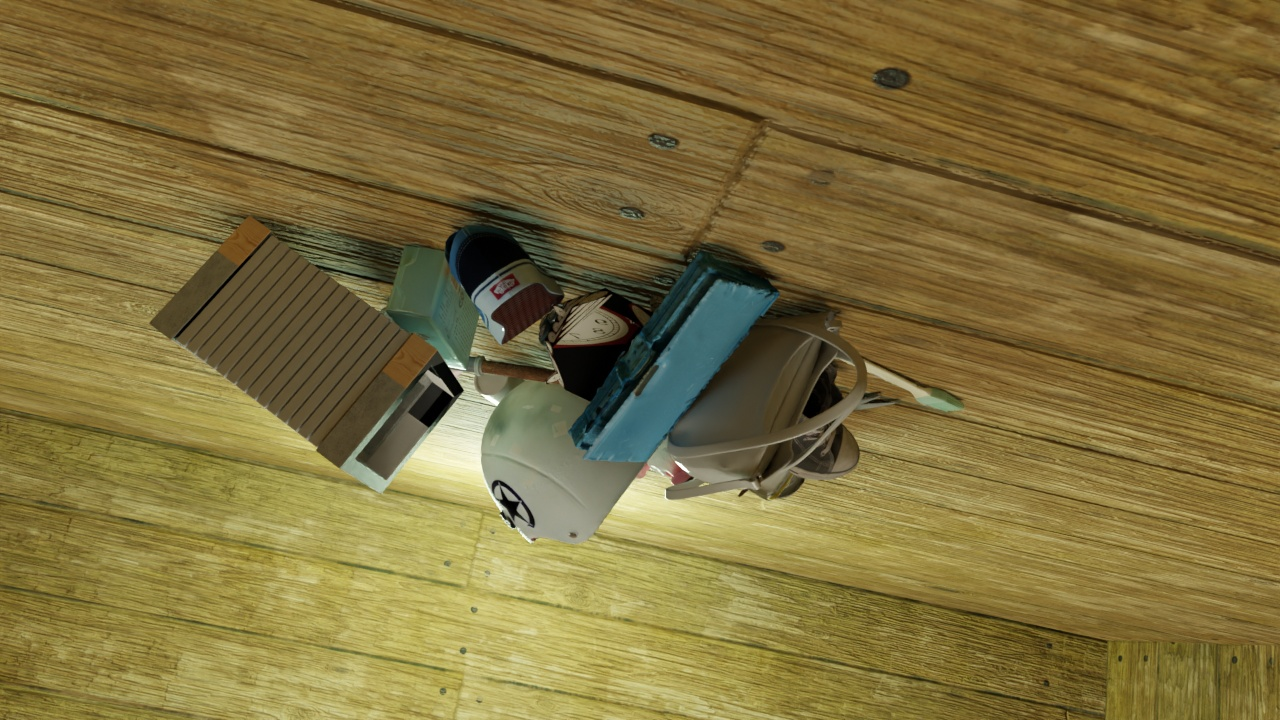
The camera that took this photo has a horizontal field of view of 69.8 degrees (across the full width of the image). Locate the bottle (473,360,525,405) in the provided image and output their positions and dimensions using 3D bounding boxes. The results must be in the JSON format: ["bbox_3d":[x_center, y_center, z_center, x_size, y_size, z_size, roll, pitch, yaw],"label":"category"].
[{"bbox_3d":[-0.176,0.057,1.339,0.052,0.052,0.195,5,162,20],"label":"bottle"}]

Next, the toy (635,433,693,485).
[{"bbox_3d":[0.044,0.113,1.266,0.213,0.141,0.084,2,124,61],"label":"toy"}]

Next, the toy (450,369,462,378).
[{"bbox_3d":[-0.275,0.000,1.220,0.102,0.050,0.093,9,154,10],"label":"toy"}]

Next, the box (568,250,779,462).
[{"bbox_3d":[0.029,0.010,0.849,0.093,0.048,0.232,18,121,-33],"label":"box"}]

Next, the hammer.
[{"bbox_3d":[-0.158,0.011,1.103,0.322,0.042,0.156,8,140,15],"label":"hammer"}]

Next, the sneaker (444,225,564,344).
[{"bbox_3d":[-0.135,-0.083,0.887,0.098,0.083,0.241,54,175,4],"label":"sneaker"}]

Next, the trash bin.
[{"bbox_3d":[-0.336,-0.002,0.951,0.247,0.142,0.142,34,166,10],"label":"trash bin"}]

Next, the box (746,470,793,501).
[{"bbox_3d":[0.143,0.098,1.163,0.209,0.130,0.038,33,-163,-34],"label":"box"}]

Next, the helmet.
[{"bbox_3d":[-0.115,0.102,1.196,0.164,0.236,0.264,51,158,-26],"label":"helmet"}]

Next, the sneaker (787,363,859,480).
[{"bbox_3d":[0.203,0.069,1.066,0.234,0.095,0.120,39,150,-29],"label":"sneaker"}]

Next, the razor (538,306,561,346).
[{"bbox_3d":[-0.070,-0.020,1.055,0.052,0.047,0.143,29,177,33],"label":"razor"}]

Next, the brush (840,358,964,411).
[{"bbox_3d":[0.276,0.019,1.014,0.217,0.012,0.033,22,160,-27],"label":"brush"}]

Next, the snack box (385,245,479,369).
[{"bbox_3d":[-0.218,-0.053,0.984,0.053,0.074,0.175,9,163,5],"label":"snack box"}]

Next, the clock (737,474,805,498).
[{"bbox_3d":[0.201,0.140,1.312,0.147,0.104,0.056,-13,-172,-31],"label":"clock"}]

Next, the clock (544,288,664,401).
[{"bbox_3d":[-0.014,-0.010,0.915,0.154,0.115,0.065,3,-170,-16],"label":"clock"}]

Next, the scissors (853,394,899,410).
[{"bbox_3d":[0.240,0.070,1.185,0.226,0.016,0.162,-7,153,41],"label":"scissors"}]

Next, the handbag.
[{"bbox_3d":[0.127,0.048,0.862,0.095,0.215,0.223,38,157,-23],"label":"handbag"}]
